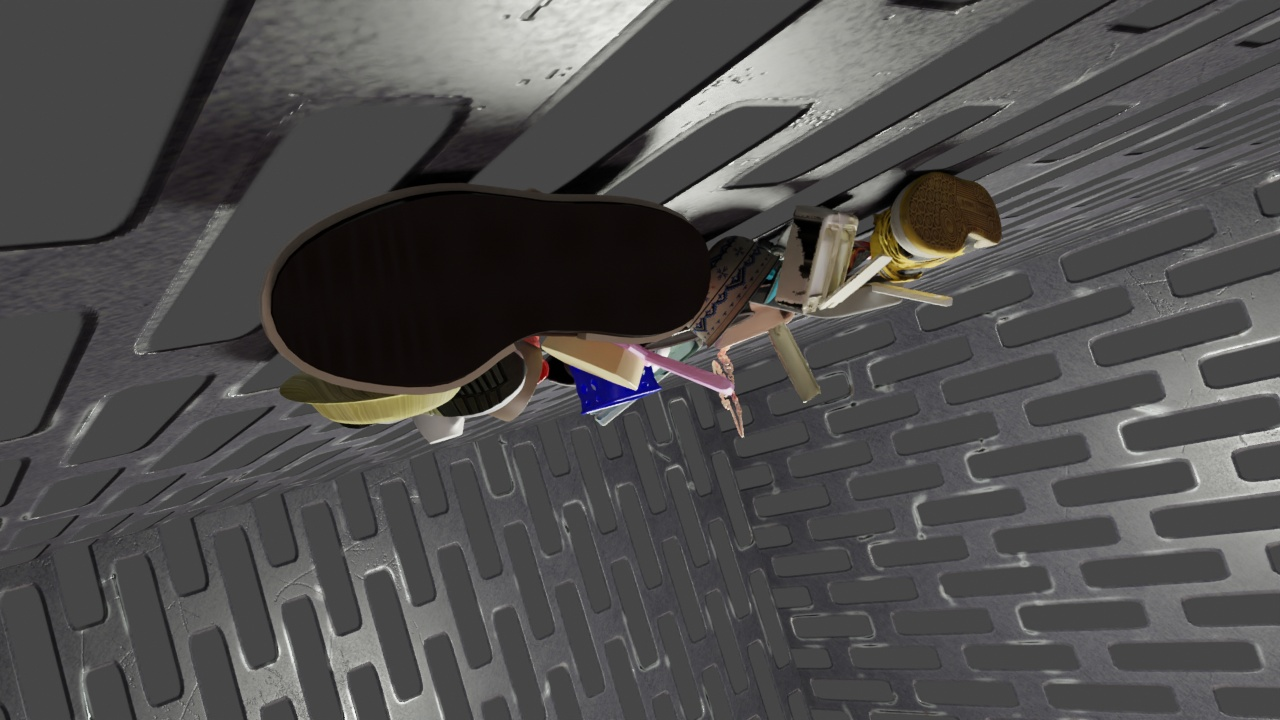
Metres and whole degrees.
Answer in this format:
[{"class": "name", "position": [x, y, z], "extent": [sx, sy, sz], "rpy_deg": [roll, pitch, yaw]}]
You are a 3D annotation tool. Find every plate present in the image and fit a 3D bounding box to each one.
[{"class": "plate", "position": [-0.230, 0.026, 0.842], "extent": [0.184, 0.036, 0.184], "rpy_deg": [-6, -164, 2]}]

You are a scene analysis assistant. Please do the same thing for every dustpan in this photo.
[{"class": "dustpan", "position": [0.247, -0.079, 1.077], "extent": [0.162, 0.033, 0.258], "rpy_deg": [-13, -159, -38]}]

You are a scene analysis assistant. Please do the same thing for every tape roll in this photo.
[{"class": "tape roll", "position": [-0.149, 0.021, 1.050], "extent": [0.030, 0.093, 0.094], "rpy_deg": [26, 152, -27]}]

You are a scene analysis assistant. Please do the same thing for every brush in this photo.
[{"class": "brush", "position": [-0.006, 0.006, 1.024], "extent": [0.229, 0.043, 0.089], "rpy_deg": [21, 172, 23]}]

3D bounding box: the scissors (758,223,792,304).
[{"class": "scissors", "position": [0.152, -0.103, 1.005], "extent": [0.130, 0.135, 0.019], "rpy_deg": [-2, -130, 42]}]

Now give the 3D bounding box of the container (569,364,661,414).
[{"class": "container", "position": [-0.040, -0.002, 1.149], "extent": [0.084, 0.113, 0.085], "rpy_deg": [-14, 174, -35]}]

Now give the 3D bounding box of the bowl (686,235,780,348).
[{"class": "bowl", "position": [0.079, -0.075, 0.908], "extent": [0.115, 0.059, 0.115], "rpy_deg": [-52, 180, -1]}]

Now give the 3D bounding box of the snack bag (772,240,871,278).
[{"class": "snack bag", "position": [0.230, -0.117, 1.120], "extent": [0.139, 0.066, 0.207], "rpy_deg": [-12, 179, 24]}]

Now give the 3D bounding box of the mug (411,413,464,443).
[{"class": "mug", "position": [-0.252, 0.054, 1.175], "extent": [0.107, 0.089, 0.071], "rpy_deg": [-22, 174, 42]}]

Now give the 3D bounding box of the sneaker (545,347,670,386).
[{"class": "sneaker", "position": [-0.053, -0.006, 1.272], "extent": [0.078, 0.084, 0.236], "rpy_deg": [-13, 177, -40]}]

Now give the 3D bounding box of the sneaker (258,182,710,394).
[{"class": "sneaker", "position": [-0.099, -0.054, 0.572], "extent": [0.293, 0.112, 0.117], "rpy_deg": [-14, -166, -38]}]

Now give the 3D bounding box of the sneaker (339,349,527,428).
[{"class": "sneaker", "position": [-0.218, 0.020, 1.031], "extent": [0.240, 0.089, 0.124], "rpy_deg": [-10, -178, 19]}]

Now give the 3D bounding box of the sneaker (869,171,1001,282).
[{"class": "sneaker", "position": [0.285, -0.135, 0.968], "extent": [0.122, 0.086, 0.238], "rpy_deg": [-20, 173, 40]}]

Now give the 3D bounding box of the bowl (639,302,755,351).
[{"class": "bowl", "position": [0.056, -0.063, 1.079], "extent": [0.145, 0.067, 0.145], "rpy_deg": [-17, 175, -2]}]

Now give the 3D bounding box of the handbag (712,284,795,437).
[{"class": "handbag", "position": [0.159, -0.012, 1.265], "extent": [0.116, 0.187, 0.198], "rpy_deg": [-16, -173, -1]}]

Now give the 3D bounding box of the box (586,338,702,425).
[{"class": "box", "position": [0.005, 0.015, 1.331], "extent": [0.199, 0.086, 0.072], "rpy_deg": [-39, 140, 18]}]

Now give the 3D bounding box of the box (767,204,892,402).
[{"class": "box", "position": [0.183, -0.055, 0.890], "extent": [0.081, 0.182, 0.143], "rpy_deg": [16, -166, 23]}]

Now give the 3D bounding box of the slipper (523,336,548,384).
[{"class": "slipper", "position": [-0.174, 0.015, 1.211], "extent": [0.103, 0.059, 0.249], "rpy_deg": [-16, 173, -17]}]

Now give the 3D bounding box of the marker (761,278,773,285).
[{"class": "marker", "position": [0.118, -0.097, 1.167], "extent": [0.125, 0.025, 0.025], "rpy_deg": [-15, 175, -23]}]
